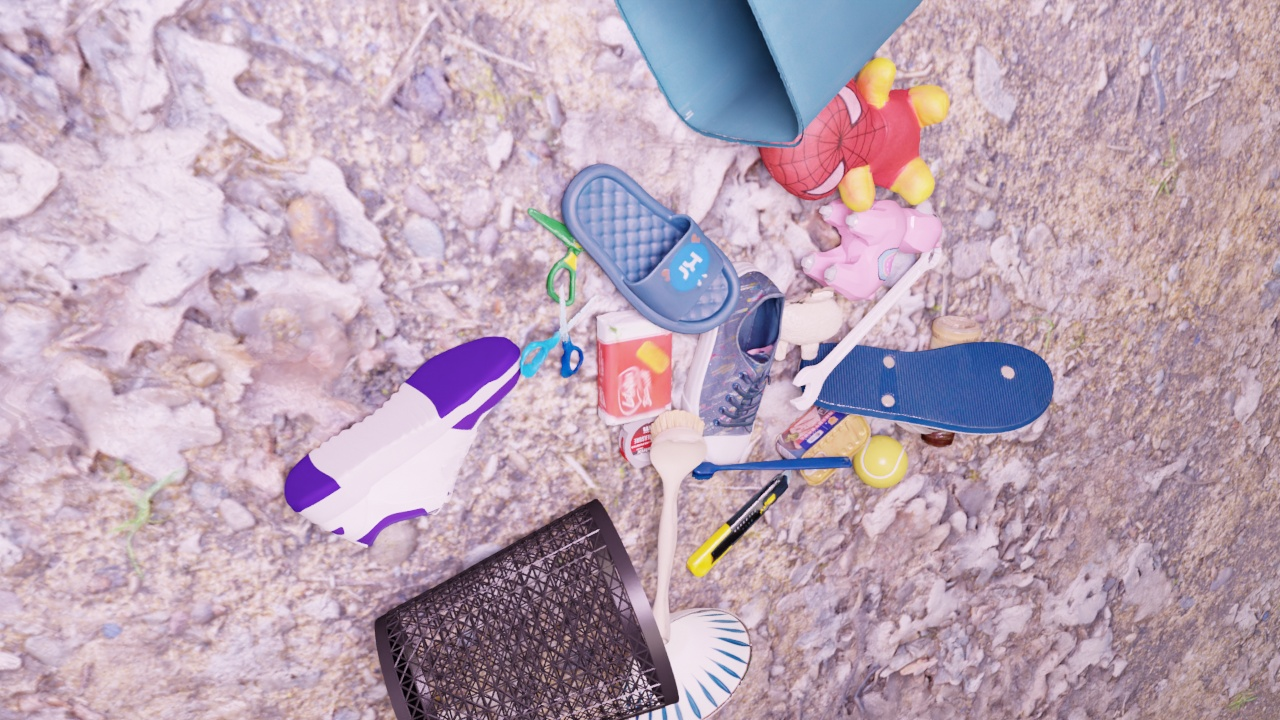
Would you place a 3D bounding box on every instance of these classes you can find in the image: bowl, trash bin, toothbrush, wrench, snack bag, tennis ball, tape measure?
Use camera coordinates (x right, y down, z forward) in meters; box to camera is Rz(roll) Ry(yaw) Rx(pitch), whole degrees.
[{"bbox_3d":[0.041,0.353,1.098,0.177,0.071,0.177,-11,117,-23],"label":"bowl"},{"bbox_3d":[-0.117,0.285,0.915,0.243,0.217,0.217,-21,120,-11],"label":"trash bin"},{"bbox_3d":[0.147,0.119,1.021,0.189,0.016,0.017,-1,137,-16],"label":"toothbrush"},{"bbox_3d":[0.258,-0.043,1.036,0.272,0.009,0.047,-44,135,-19],"label":"wrench"},{"bbox_3d":[-0.006,0.005,0.942,0.077,0.036,0.116,-11,116,-24],"label":"snack bag"},{"bbox_3d":[0.296,0.125,1.131,0.065,0.065,0.065,-11,116,-23],"label":"tennis ball"},{"bbox_3d":[0.006,0.081,0.990,0.060,0.020,0.062,-15,118,-21],"label":"tape measure"},{"bbox_3d":[0.122,-0.329,0.779,0.218,0.197,0.199,-42,124,-13],"label":"trash bin"}]

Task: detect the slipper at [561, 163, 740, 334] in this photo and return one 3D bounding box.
[{"bbox_3d":[0.014,-0.100,0.875,0.213,0.059,0.103,37,83,-26],"label":"slipper"}]

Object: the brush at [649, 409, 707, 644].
[{"bbox_3d":[0.030,0.183,0.980,0.062,0.077,0.272,6,105,4],"label":"brush"}]

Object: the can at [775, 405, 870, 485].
[{"bbox_3d":[0.213,0.093,1.078,0.099,0.059,0.054,-40,123,-7],"label":"can"}]

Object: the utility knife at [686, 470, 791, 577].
[{"bbox_3d":[0.123,0.192,1.102,0.174,0.020,0.029,-45,126,-4],"label":"utility knife"}]

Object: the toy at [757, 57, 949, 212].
[{"bbox_3d":[0.204,-0.223,0.912,0.216,0.099,0.147,-2,101,-28],"label":"toy"}]

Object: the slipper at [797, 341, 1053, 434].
[{"bbox_3d":[0.325,0.035,1.056,0.295,0.118,0.060,4,151,-1],"label":"slipper"}]

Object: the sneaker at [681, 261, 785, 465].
[{"bbox_3d":[0.103,0.016,0.976,0.087,0.079,0.236,-4,113,-26],"label":"sneaker"}]

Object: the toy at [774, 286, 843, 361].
[{"bbox_3d":[0.181,-0.046,1.002,0.087,0.050,0.112,-4,127,-16],"label":"toy"}]

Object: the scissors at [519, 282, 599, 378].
[{"bbox_3d":[-0.076,-0.020,0.878,0.127,0.014,0.133,-54,156,-31],"label":"scissors"}]

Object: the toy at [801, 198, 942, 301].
[{"bbox_3d":[0.260,-0.125,1.004,0.157,0.067,0.123,5,110,-33],"label":"toy"}]

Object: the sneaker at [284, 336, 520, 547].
[{"bbox_3d":[-0.196,0.085,0.851,0.244,0.092,0.111,-36,127,-7],"label":"sneaker"}]

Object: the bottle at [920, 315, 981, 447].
[{"bbox_3d":[0.380,0.028,1.137,0.056,0.056,0.162,-9,115,-24],"label":"bottle"}]

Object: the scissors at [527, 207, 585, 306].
[{"bbox_3d":[-0.054,-0.113,0.880,0.127,0.011,0.126,-4,113,-28],"label":"scissors"}]
